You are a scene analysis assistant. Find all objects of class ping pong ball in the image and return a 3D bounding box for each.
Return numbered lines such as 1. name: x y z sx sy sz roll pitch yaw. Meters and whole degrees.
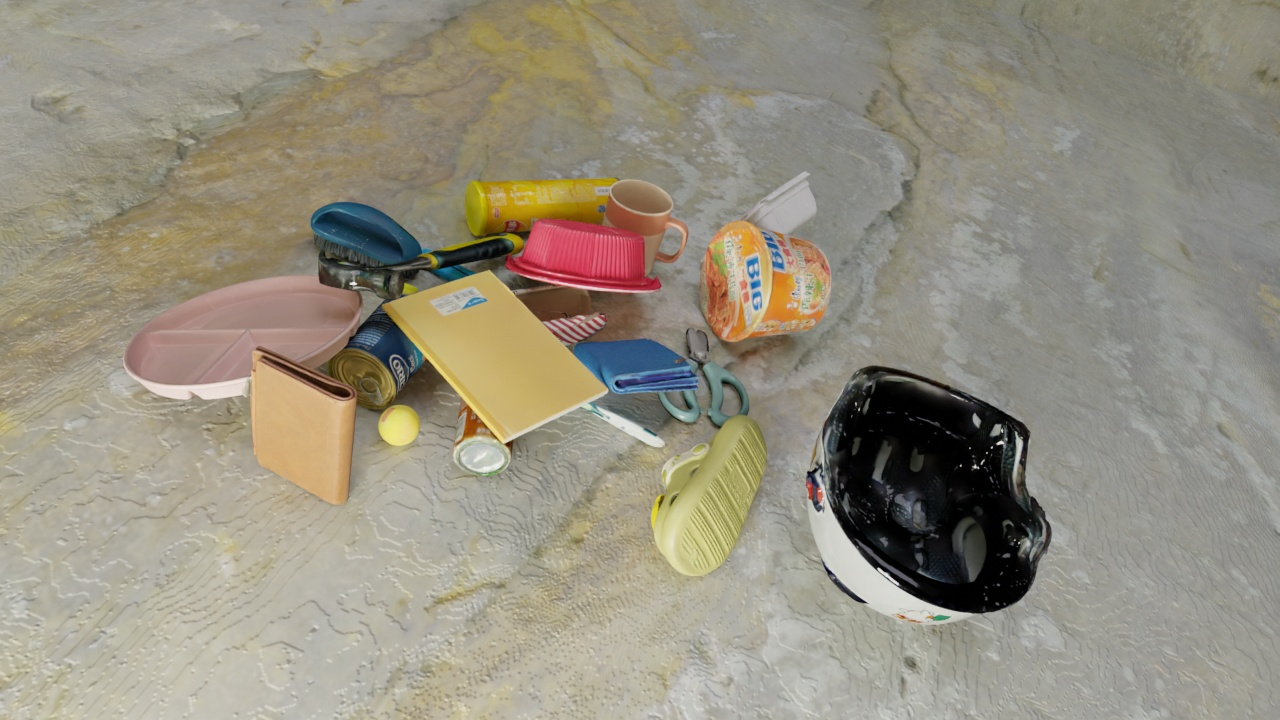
1. ping pong ball: -0.239 0.064 0.910 0.040 0.040 0.040 10 40 -9

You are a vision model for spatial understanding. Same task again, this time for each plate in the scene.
1. plate: -0.391 -0.026 0.920 0.229 0.028 0.229 -5 31 3

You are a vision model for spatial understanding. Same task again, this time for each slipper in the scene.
1. slipper: 0.063 0.132 0.918 0.082 0.092 0.190 -5 35 40

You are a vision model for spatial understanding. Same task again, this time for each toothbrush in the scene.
1. toothbrush: -0.056 0.048 1.013 0.192 0.016 0.018 27 30 13

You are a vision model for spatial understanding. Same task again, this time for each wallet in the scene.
1. wallet: -0.305 0.060 0.822 0.108 0.132 0.031 24 36 10
2. wallet: -0.006 0.006 1.031 0.106 0.040 0.133 -3 18 -22

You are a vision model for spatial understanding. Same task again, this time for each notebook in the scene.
1. notebook: -0.150 -0.012 0.953 0.206 0.010 0.145 44 44 21

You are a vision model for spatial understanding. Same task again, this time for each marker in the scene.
1. marker: -0.321 -0.098 1.091 0.124 0.015 0.018 20 39 9

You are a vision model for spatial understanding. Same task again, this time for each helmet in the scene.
1. helmet: 0.259 0.146 0.900 0.230 0.157 0.273 16 50 -4

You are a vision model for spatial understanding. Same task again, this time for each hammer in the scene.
1. hammer: -0.238 -0.117 1.051 0.126 0.032 0.322 11 18 21

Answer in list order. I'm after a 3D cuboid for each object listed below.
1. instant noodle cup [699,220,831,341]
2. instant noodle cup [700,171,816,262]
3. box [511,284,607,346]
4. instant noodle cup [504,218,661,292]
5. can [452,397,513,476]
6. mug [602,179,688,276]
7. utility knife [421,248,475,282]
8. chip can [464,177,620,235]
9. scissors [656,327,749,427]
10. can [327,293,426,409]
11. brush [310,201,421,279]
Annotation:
1. instant noodle cup: 0.161 -0.097 1.161 0.111 0.152 0.151 2 41 -29
2. instant noodle cup: 0.177 -0.182 1.280 0.060 0.138 0.173 48 45 3
3. box: -0.124 -0.051 1.059 0.162 0.076 0.087 -15 70 -30
4. instant noodle cup: -0.066 -0.130 1.112 0.194 0.066 0.193 8 13 -2
5. can: -0.157 0.048 0.944 0.058 0.058 0.147 8 41 -10
6. mug: 0.004 -0.167 1.209 0.114 0.106 0.081 20 40 4
7. utility knife: -0.224 -0.105 1.128 0.160 0.018 0.034 29 42 16
8. chip can: -0.126 -0.211 1.242 0.213 0.072 0.072 -8 46 -26
9. scissors: 0.052 0.014 1.088 0.129 0.019 0.185 -5 43 -23
10. can: -0.265 -0.012 0.962 0.075 0.075 0.110 21 40 4
11. brush: -0.329 -0.151 1.101 0.144 0.074 0.055 23 45 7
